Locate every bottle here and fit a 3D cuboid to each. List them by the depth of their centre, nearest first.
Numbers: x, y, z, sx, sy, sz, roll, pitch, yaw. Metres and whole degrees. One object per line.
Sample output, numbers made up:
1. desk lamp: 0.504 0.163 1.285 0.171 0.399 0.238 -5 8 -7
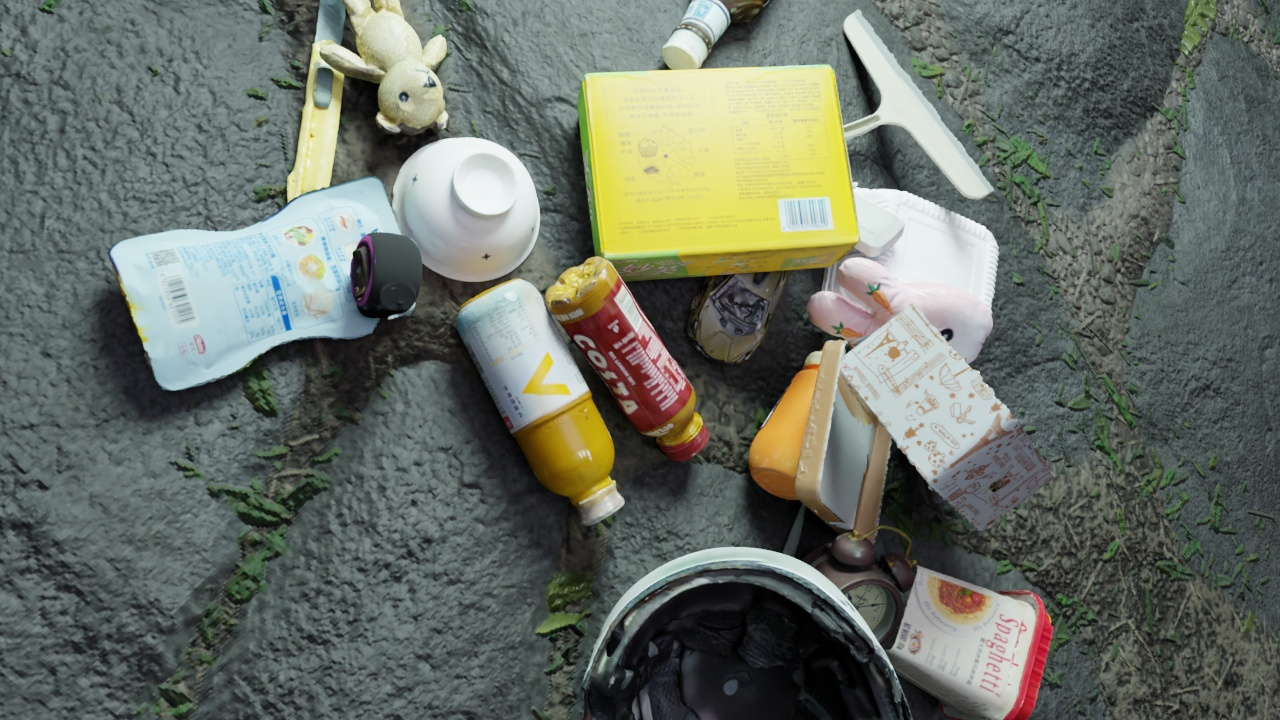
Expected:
1. bottle: -0.071 0.033 0.691 0.067 0.068 0.189 -28 92 -25
2. bottle: -0.004 0.004 0.713 0.057 0.058 0.175 -46 117 -24
3. bottle: 0.145 0.045 0.790 0.066 0.067 0.149 36 61 -14
4. bottle: 0.079 -0.342 0.840 0.080 0.044 0.194 35 70 -14

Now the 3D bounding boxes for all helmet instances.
1. helmet: 0.073 0.253 0.658 0.230 0.156 0.274 -13 101 7

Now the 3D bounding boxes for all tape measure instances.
1. tape measure: -0.178 -0.060 0.636 0.039 0.057 0.058 4 85 -36

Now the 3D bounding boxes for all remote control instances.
1. remote control: 0.174 -0.138 0.821 0.125 0.024 0.048 35 61 27

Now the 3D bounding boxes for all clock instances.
1. clock: 0.173 0.184 0.742 0.082 0.055 0.122 28 101 -23

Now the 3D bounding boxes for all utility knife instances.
1. utility knife: -0.242 -0.202 0.693 0.031 0.022 0.216 9 72 -28

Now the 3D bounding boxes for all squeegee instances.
1. squeegee: 0.152 -0.205 0.844 0.246 0.039 0.246 -18 64 -16

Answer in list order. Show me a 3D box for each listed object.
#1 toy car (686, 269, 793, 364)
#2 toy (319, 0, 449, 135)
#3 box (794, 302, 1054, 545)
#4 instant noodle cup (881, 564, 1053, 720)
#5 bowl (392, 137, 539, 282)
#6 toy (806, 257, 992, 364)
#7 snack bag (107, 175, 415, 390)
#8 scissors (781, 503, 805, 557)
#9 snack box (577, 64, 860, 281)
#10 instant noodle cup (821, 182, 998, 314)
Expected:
1. toy car: 0.094 -0.070 0.799 0.070 0.042 0.158 29 73 -16
2. toy: -0.190 -0.248 0.693 0.104 0.066 0.157 -22 97 -42
3. box: 0.202 0.072 0.743 0.174 0.152 0.182 -42 143 11
4. instant noodle cup: 0.261 0.235 0.780 0.124 0.117 0.116 25 71 -5
5. bowl: -0.124 -0.125 0.699 0.118 0.065 0.118 5 78 -23
6. toy: 0.228 -0.031 0.811 0.159 0.122 0.054 23 46 -12
7. snack bag: -0.255 -0.057 0.645 0.190 0.039 0.110 -21 87 -28
8. scissors: 0.108 0.195 0.772 0.159 0.014 0.179 26 68 -20
9. snack box: 0.060 -0.153 0.750 0.210 0.070 0.157 -5 79 -8
10. instant noodle cup: 0.265 -0.091 0.866 0.173 0.060 0.137 19 73 -21
